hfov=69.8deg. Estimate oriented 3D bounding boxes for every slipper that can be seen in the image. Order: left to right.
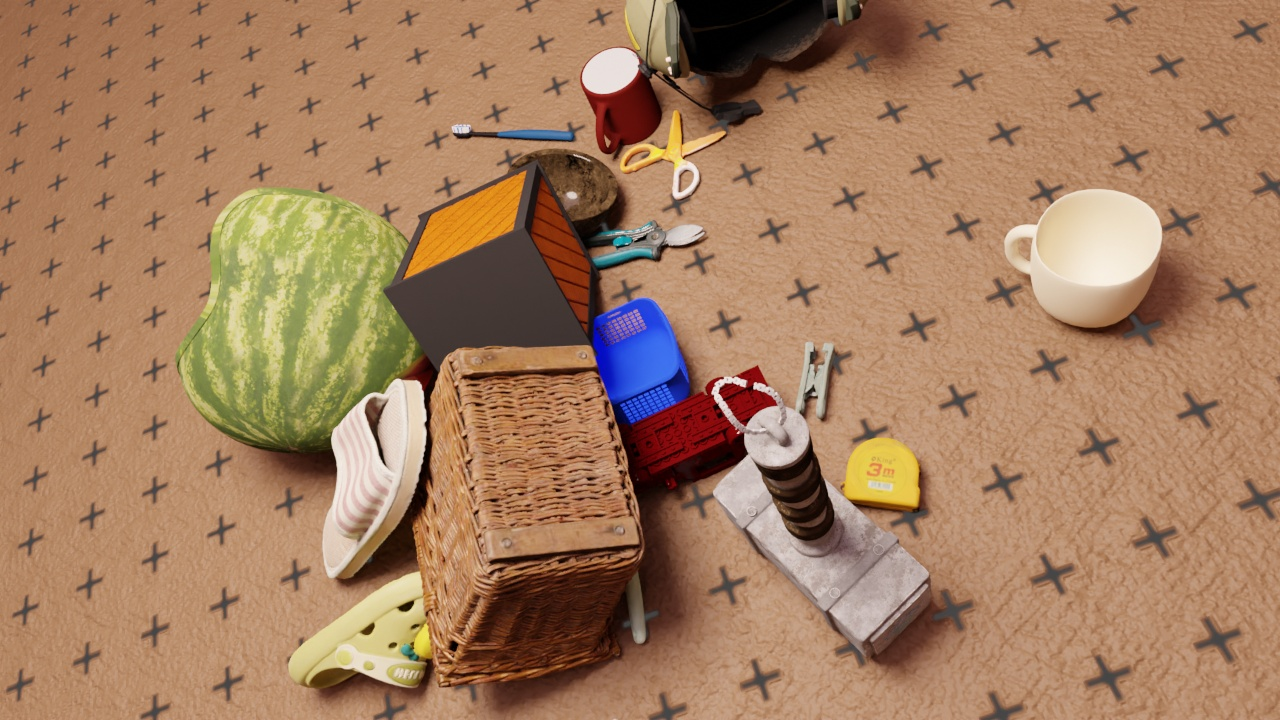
[{"bbox_3d":[-0.259,0.113,0.840,0.264,0.052,0.115,-53,43,39],"label":"slipper"},{"bbox_3d":[-0.227,0.256,0.825,0.190,0.091,0.081,-31,60,5],"label":"slipper"}]

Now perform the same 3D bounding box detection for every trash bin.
[{"bbox_3d":[-0.134,-0.077,0.890,0.140,0.140,0.171,-22,29,11],"label":"trash bin"}]

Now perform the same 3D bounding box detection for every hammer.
[{"bbox_3d":[0.115,0.098,0.650,0.079,0.326,0.177,-43,59,-6],"label":"hammer"}]

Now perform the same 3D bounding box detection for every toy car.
[{"bbox_3d":[0.045,0.072,0.843,0.170,0.062,0.070,-25,58,5],"label":"toy car"}]

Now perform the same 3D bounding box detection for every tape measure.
[{"bbox_3d":[0.209,0.098,0.794,0.068,0.030,0.058,5,65,18],"label":"tape measure"}]

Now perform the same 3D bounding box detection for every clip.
[{"bbox_3d":[0.163,0.019,0.856,0.044,0.023,0.076,5,63,22],"label":"clip"}]

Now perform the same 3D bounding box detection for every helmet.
[{"bbox_3d":[-0.326,-0.025,0.928,0.243,0.213,0.246,11,69,4],"label":"helmet"},{"bbox_3d":[0.105,-0.384,0.935,0.250,0.256,0.232,-16,63,9],"label":"helmet"}]

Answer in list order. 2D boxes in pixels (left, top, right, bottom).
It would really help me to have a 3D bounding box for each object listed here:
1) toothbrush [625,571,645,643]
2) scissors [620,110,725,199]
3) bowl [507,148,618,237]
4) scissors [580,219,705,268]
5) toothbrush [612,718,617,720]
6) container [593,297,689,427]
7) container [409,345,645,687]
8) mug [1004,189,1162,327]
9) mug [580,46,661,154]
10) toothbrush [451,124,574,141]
[{"bbox_3d":[-0.011,0.180,0.834,0.022,0.015,0.154,-38,50,38],"label":"toothbrush"},{"bbox_3d":[0.038,-0.230,1.033,0.125,0.011,0.131,-21,61,9],"label":"scissors"},{"bbox_3d":[-0.088,-0.174,1.012,0.121,0.056,0.121,5,49,-6],"label":"bowl"},{"bbox_3d":[-0.009,-0.130,0.992,0.133,0.019,0.146,-46,58,-7],"label":"scissors"},{"bbox_3d":[-0.100,0.349,0.774,0.187,0.017,0.012,-28,78,3],"label":"toothbrush"},{"bbox_3d":[-0.005,0.005,0.888,0.096,0.058,0.114,-24,47,5],"label":"container"},{"bbox_3d":[-0.096,0.115,0.765,0.162,0.184,0.249,-2,56,-24],"label":"container"},{"bbox_3d":[0.376,-0.082,0.791,0.120,0.100,0.096,18,72,27],"label":"mug"},{"bbox_3d":[-0.027,-0.288,1.043,0.073,0.082,0.105,13,69,24],"label":"mug"},{"bbox_3d":[-0.157,-0.278,1.121,0.168,0.014,0.014,7,32,22],"label":"toothbrush"}]
